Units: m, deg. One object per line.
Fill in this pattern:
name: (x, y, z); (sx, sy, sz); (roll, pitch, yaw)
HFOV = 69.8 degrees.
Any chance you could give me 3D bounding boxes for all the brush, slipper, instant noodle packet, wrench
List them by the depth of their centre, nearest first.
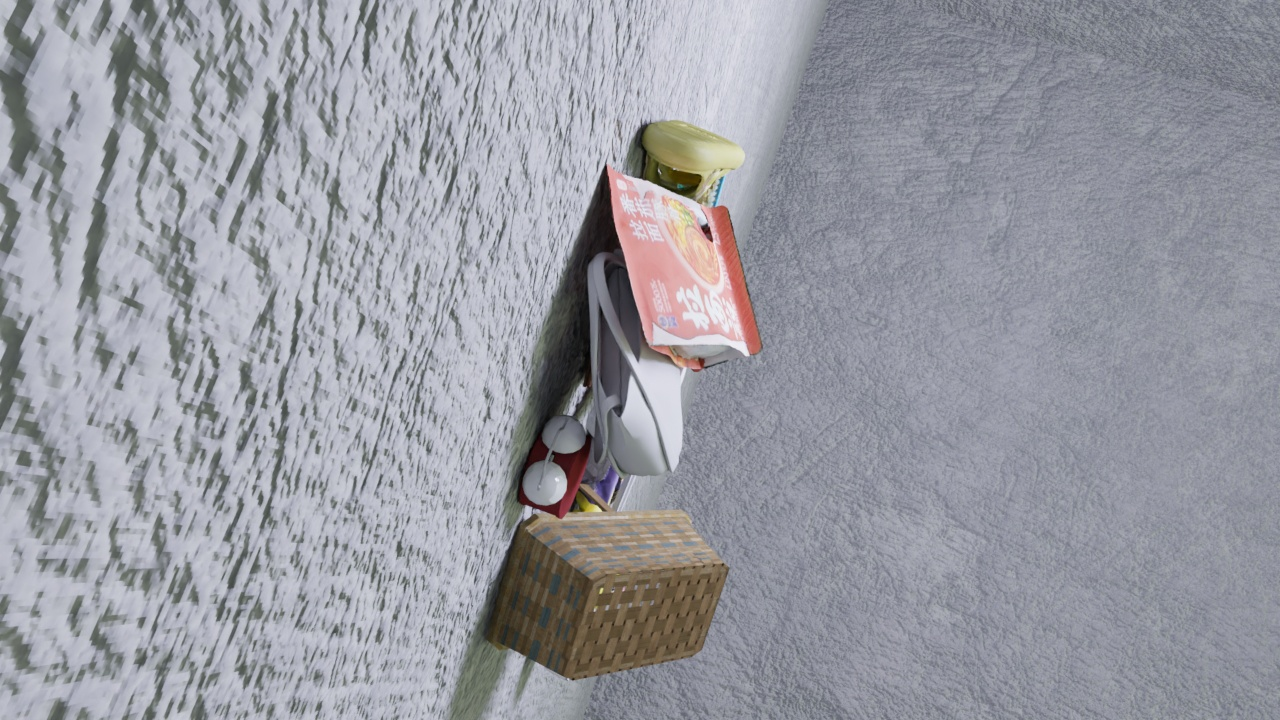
instant noodle packet: (0.027, -0.081, 0.851); (0.220, 0.084, 0.164); (10, 66, -65)
slipper: (0.048, -0.195, 0.929); (0.190, 0.092, 0.082); (-38, 149, -71)
wrench: (-0.003, 0.124, 1.156); (0.274, 0.018, 0.086); (-69, 169, 16)
brush: (0.075, -0.210, 1.222); (0.075, 0.055, 0.136); (-48, 157, -60)

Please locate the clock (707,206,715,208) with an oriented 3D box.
clock: (0.050, -0.094, 1.044); (0.130, 0.086, 0.160); (-33, 124, -57)

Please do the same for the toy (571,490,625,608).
toy: (-0.063, 0.256, 1.255); (0.208, 0.092, 0.133); (86, 20, -46)

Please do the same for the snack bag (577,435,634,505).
snack bag: (-0.034, 0.127, 1.225); (0.205, 0.058, 0.096); (-18, 128, -79)

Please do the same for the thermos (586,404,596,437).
thermos: (-0.006, 0.006, 1.076); (0.239, 0.073, 0.073); (-63, 169, -48)

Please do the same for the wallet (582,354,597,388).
wallet: (-0.035, -0.038, 0.979); (0.087, 0.013, 0.121); (-54, 160, -68)

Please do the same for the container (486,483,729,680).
container: (-0.049, 0.231, 0.994); (0.249, 0.186, 0.157); (8, 103, -45)

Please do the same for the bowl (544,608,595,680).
bowl: (-0.110, 0.384, 1.289); (0.113, 0.063, 0.113); (20, 88, -83)

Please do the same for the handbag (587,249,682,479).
handbag: (-0.022, -0.016, 0.852); (0.223, 0.096, 0.215); (72, 12, -48)

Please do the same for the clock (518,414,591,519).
clock: (-0.080, 0.100, 0.863); (0.125, 0.044, 0.087); (91, 18, -67)
